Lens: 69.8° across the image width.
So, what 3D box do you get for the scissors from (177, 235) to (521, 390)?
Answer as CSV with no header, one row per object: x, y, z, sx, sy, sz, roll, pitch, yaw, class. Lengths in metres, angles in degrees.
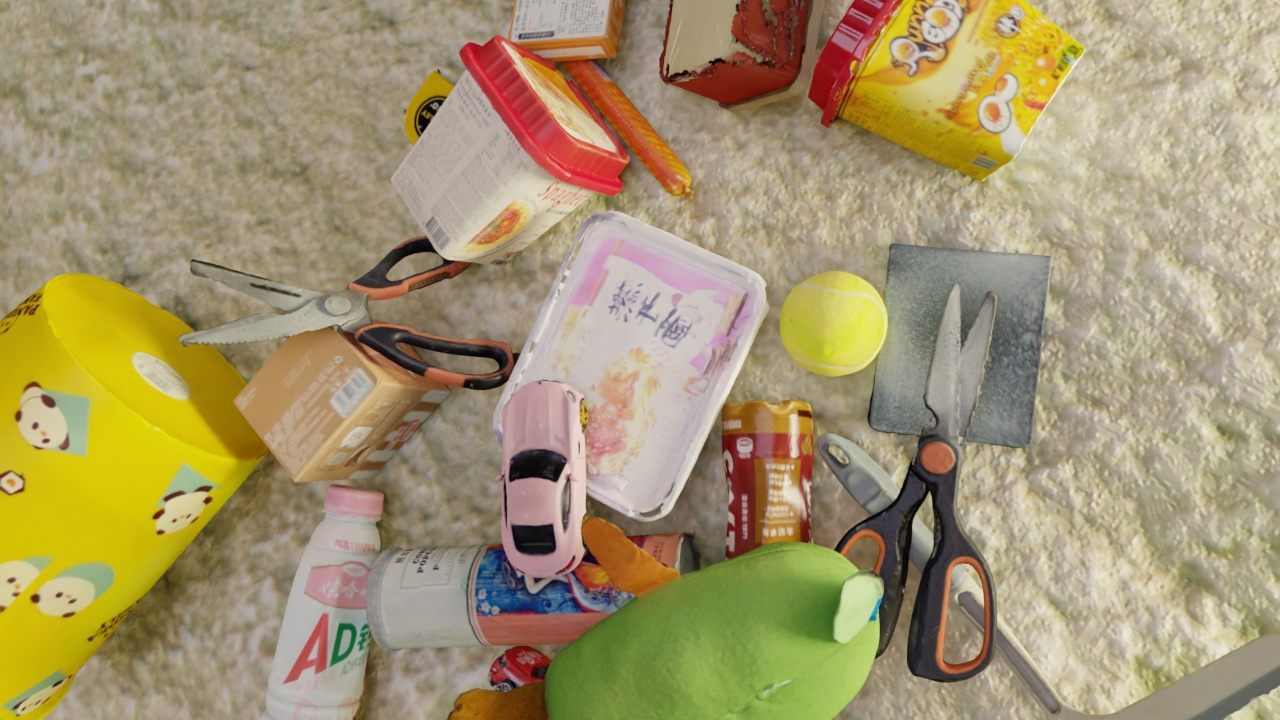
-0.179,-0.033,0.610,0.189,0.226,0.015,43,140,11,scissors

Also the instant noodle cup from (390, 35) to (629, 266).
-0.093,-0.134,0.626,0.124,0.116,0.116,-40,75,21,instant noodle cup

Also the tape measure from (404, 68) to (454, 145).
-0.145,-0.177,0.683,0.060,0.029,0.057,39,95,16,tape measure

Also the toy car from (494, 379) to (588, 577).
-0.061,0.072,0.569,0.056,0.037,0.122,-4,83,15,toy car

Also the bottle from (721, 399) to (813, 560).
0.081,0.113,0.572,0.057,0.057,0.175,-3,84,16,bottle

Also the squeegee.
0.190,0.140,0.548,0.247,0.039,0.246,-45,68,19,squeegee

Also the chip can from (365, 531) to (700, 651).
-0.069,0.154,0.607,0.215,0.071,0.071,-6,83,16,chip can

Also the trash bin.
-0.421,0.092,0.650,0.255,0.229,0.229,-44,75,2,trash bin

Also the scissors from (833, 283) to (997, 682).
0.182,0.074,0.527,0.160,0.021,0.234,38,98,18,scissors

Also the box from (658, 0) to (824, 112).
0.065,-0.256,0.582,0.091,0.080,0.168,6,86,58,box

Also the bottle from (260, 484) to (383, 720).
-0.223,0.189,0.654,0.068,0.068,0.197,8,84,17,bottle

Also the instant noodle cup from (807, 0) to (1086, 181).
0.180,-0.176,0.548,0.123,0.116,0.116,33,94,6,instant noodle cup

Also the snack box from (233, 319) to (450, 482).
-0.209,0.025,0.649,0.093,0.094,0.077,-47,74,8,snack box

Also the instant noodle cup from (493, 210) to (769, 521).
-0.004,0.004,0.607,0.138,0.060,0.173,26,91,17,instant noodle cup

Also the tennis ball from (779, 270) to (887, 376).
0.119,-0.023,0.569,0.065,0.065,0.065,-2,84,17,tennis ball

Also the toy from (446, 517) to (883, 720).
0.028,0.178,0.509,0.247,0.089,0.227,-31,112,13,toy

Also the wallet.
0.197,-0.010,0.571,0.097,0.019,0.121,7,88,19,wallet

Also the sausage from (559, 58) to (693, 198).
-0.014,-0.174,0.647,0.021,0.021,0.165,-40,75,10,sausage

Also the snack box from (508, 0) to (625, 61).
-0.045,-0.286,0.652,0.075,0.026,0.153,3,76,18,snack box

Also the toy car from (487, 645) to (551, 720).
-0.045,0.230,0.603,0.120,0.053,0.045,34,93,14,toy car
